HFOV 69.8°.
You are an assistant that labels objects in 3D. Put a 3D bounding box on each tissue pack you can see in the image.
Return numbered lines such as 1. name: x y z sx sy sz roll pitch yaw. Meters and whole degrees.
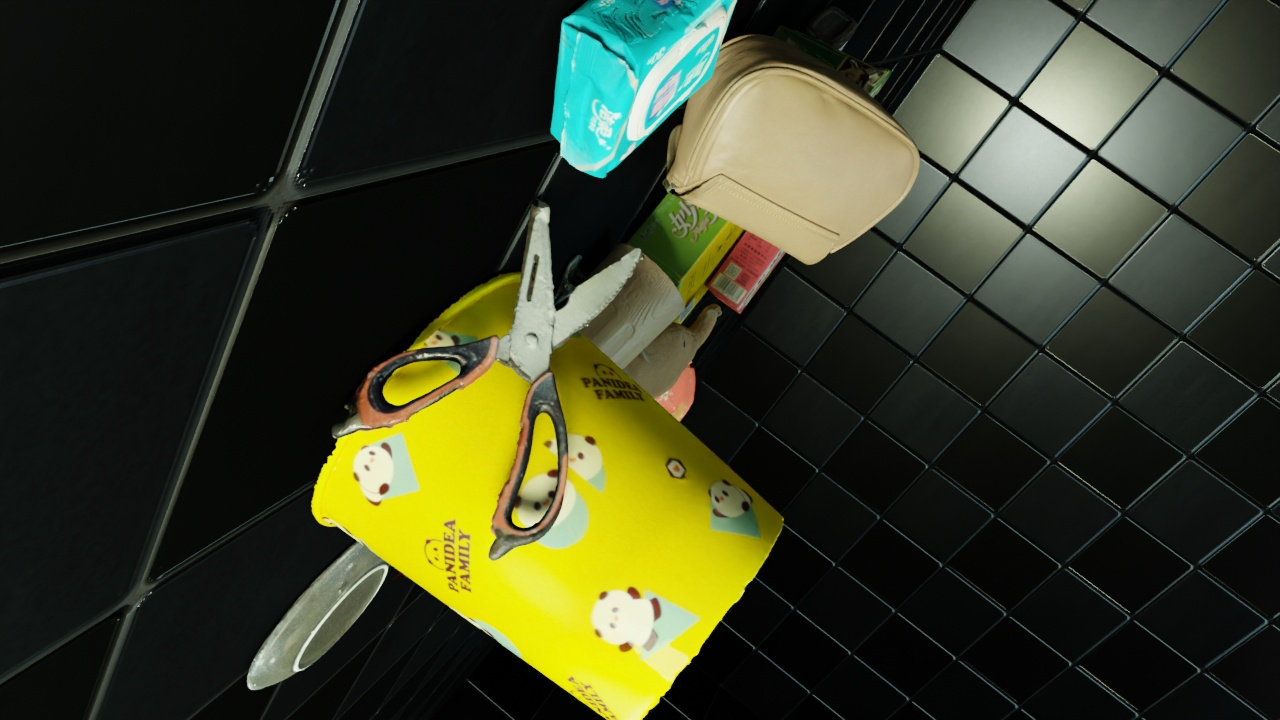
1. tissue pack: 0.007 -0.173 0.508 0.133 0.050 0.093 -49 171 -26

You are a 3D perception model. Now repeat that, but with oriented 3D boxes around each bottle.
1. bottle: 0.162 -0.283 0.986 0.079 0.044 0.195 -47 172 -35

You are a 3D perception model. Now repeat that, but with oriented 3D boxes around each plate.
1. plate: -0.266 0.217 0.799 0.179 0.024 0.179 -51 172 -10

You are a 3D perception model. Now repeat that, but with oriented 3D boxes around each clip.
1. clip: -0.057 -0.063 0.770 0.024 0.026 0.056 -44 179 -43

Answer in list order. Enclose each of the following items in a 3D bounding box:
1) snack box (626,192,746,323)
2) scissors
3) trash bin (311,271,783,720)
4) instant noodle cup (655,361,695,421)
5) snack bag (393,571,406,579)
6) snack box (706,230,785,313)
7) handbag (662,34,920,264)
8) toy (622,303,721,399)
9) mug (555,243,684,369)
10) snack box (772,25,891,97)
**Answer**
1. snack box: 0.057 -0.127 0.970 0.157 0.070 0.210 -51 172 -9
2. scissors: -0.076 0.008 0.555 0.226 0.189 0.015 -27 173 -16
3. trash bin: -0.055 0.104 0.652 0.229 0.255 0.230 -51 173 -9
4. instant noodle cup: -0.004 0.028 1.129 0.138 0.138 0.108 -52 179 -3
5. snack bag: -0.215 0.181 0.935 0.105 0.026 0.045 -47 168 -49
6. snack box: 0.130 -0.117 1.022 0.127 0.044 0.113 -55 173 6
7. handbag: 0.121 -0.172 0.755 0.148 0.204 0.099 -51 -144 26
8. toy: -0.006 0.005 0.930 0.226 0.082 0.143 -28 174 -7
9. mug: -0.032 -0.039 0.831 0.103 0.084 0.125 -45 -166 -13
10. snack box: 0.155 -0.250 0.858 0.118 0.105 0.117 -54 175 23
